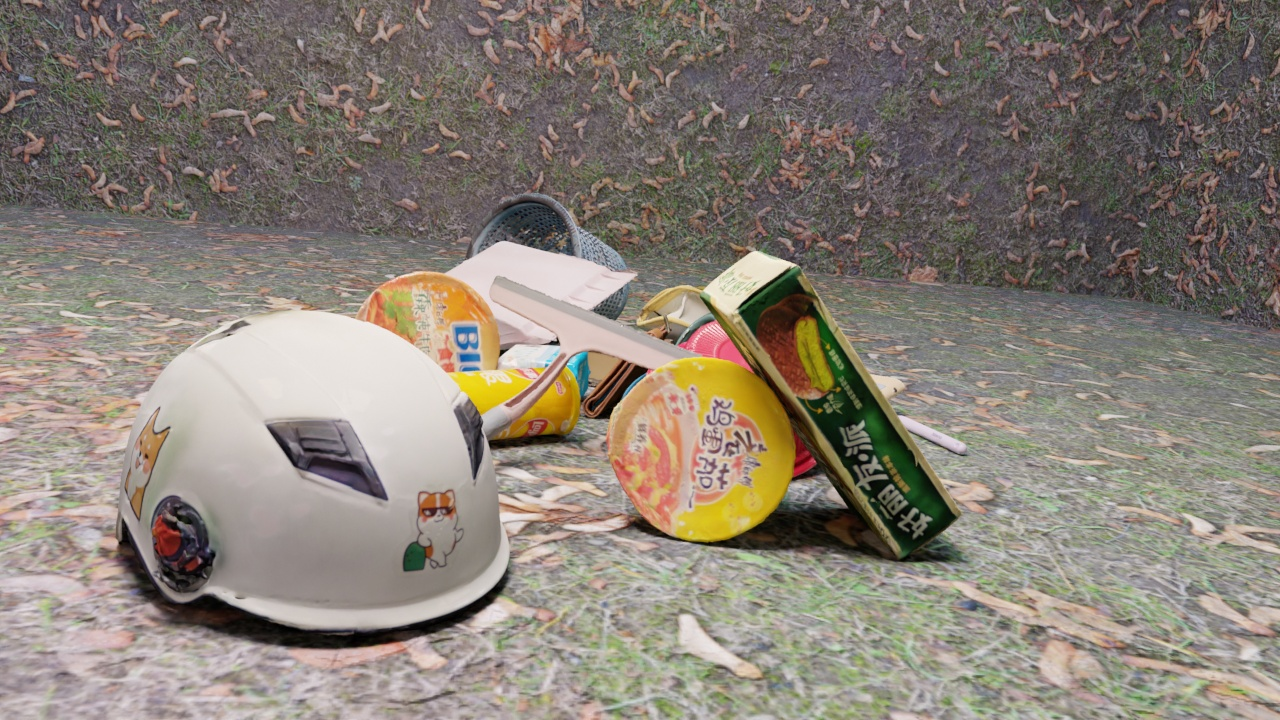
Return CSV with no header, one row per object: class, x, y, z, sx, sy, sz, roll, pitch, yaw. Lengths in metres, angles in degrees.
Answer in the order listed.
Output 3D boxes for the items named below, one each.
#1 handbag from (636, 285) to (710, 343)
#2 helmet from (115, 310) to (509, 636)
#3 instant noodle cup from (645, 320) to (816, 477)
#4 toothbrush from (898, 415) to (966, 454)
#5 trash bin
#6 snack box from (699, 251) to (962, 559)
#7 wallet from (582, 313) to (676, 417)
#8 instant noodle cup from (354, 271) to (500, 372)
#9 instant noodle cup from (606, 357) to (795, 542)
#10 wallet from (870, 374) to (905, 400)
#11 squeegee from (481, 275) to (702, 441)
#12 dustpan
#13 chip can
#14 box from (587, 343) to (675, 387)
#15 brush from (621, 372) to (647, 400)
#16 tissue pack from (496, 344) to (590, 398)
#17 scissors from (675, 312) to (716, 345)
handbag,0.075,-0.033,1.230,0.163,0.063,0.179,29,-18,-20
helmet,-0.208,0.050,0.597,0.274,0.157,0.229,15,15,40
instant noodle cup,0.103,0.025,0.887,0.194,0.066,0.193,9,43,-8
toothbrush,0.315,0.074,1.072,0.021,0.029,0.189,42,-4,-26
trash bin,-0.128,-0.125,1.426,0.227,0.226,0.194,14,1,34
snack box,0.145,0.031,0.710,0.063,0.240,0.114,-36,15,1
wallet,-0.006,0.006,1.041,0.035,0.119,0.130,38,17,7
instant noodle cup,-0.236,-0.018,0.972,0.151,0.151,0.111,1,4,-22
instant noodle cup,0.054,0.064,0.732,0.138,0.138,0.109,7,4,9
wallet,0.254,0.044,1.125,0.115,0.024,0.087,-25,29,-33
squeegee,-0.117,0.040,0.796,0.248,0.040,0.248,24,51,31
dustpan,-0.166,-0.055,1.222,0.274,0.139,0.221,22,36,24
chip can,-0.164,0.043,0.862,0.213,0.072,0.072,-3,14,-35
box,-0.015,0.004,1.163,0.184,0.059,0.089,10,12,14
brush,0.023,0.035,0.958,0.074,0.055,0.143,4,32,36
tissue pack,-0.106,0.021,1.018,0.090,0.063,0.140,3,10,2
scissors,0.093,0.008,1.020,0.180,0.019,0.169,0,47,34
